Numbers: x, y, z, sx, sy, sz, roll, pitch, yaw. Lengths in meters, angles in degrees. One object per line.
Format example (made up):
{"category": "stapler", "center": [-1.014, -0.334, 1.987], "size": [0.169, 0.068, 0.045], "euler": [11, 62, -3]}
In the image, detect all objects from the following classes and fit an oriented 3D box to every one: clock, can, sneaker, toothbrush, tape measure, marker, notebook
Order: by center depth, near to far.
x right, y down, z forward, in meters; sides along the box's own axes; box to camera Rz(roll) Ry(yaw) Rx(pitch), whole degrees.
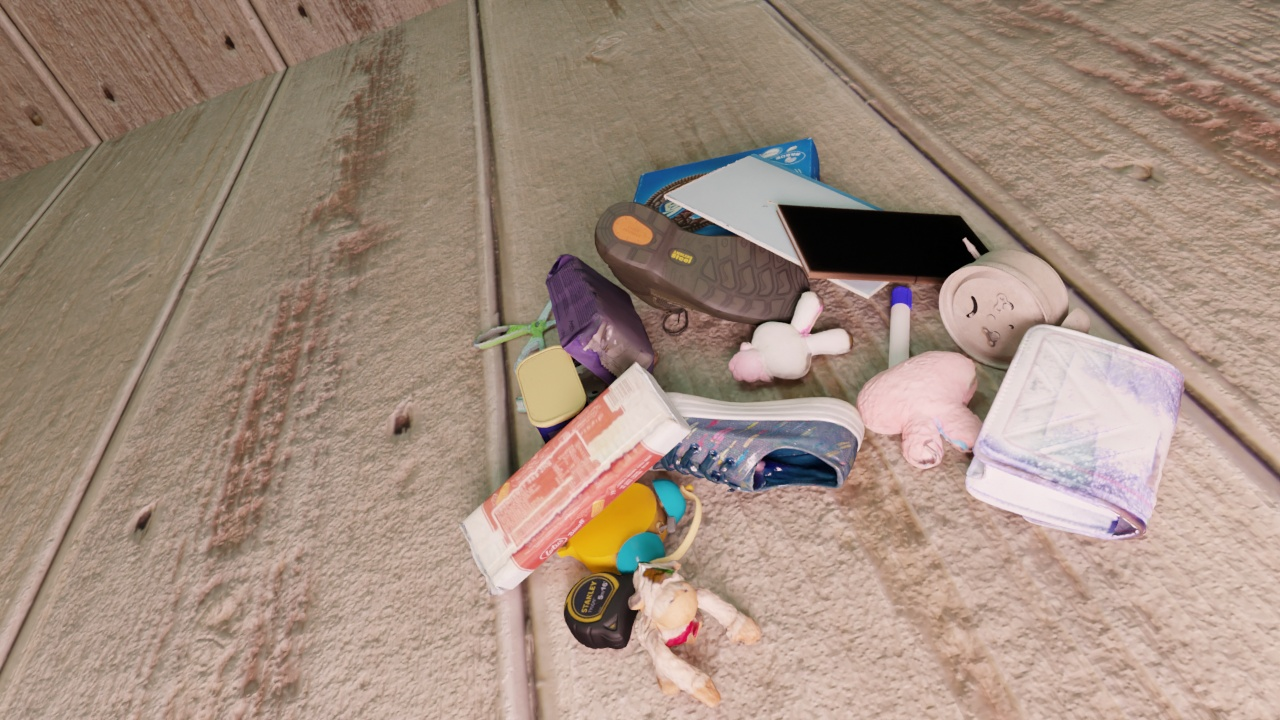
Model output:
{"category": "tape measure", "center": [-0.030, 0.202, 0.740], "size": [0.061, 0.034, 0.061], "euler": [1, 41, 25]}
{"category": "clock", "center": [-0.008, 0.146, 0.796], "size": [0.130, 0.044, 0.098], "euler": [-7, 38, 32]}
{"category": "sneaker", "center": [0.074, 0.082, 0.800], "size": [0.236, 0.087, 0.079], "euler": [-1, 42, 16]}
{"category": "clock", "center": [0.342, -0.040, 0.804], "size": [0.061, 0.103, 0.157], "euler": [-35, 51, -28]}
{"category": "marker", "center": [0.251, -0.022, 0.887], "size": [0.020, 0.020, 0.141], "euler": [-6, 39, 22]}
{"category": "can", "center": [-0.073, 0.056, 0.899], "size": [0.056, 0.092, 0.116], "euler": [-24, 36, -2]}
{"category": "notebook", "center": [0.256, -0.119, 0.942], "size": [0.209, 0.008, 0.141], "euler": [2, 36, -8]}
{"category": "toothbrush", "center": [-0.075, 0.043, 0.980], "size": [0.135, 0.017, 0.022], "euler": [-5, 27, 23]}
{"category": "notebook", "center": [0.178, -0.155, 0.995], "size": [0.253, 0.009, 0.180], "euler": [31, 42, 27]}
{"category": "sneaker", "center": [0.060, -0.079, 1.013], "size": [0.238, 0.143, 0.101], "euler": [22, 71, 5]}

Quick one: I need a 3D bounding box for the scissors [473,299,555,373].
{"category": "scissors", "center": [-0.123, -0.038, 1.117], "size": [0.171, 0.023, 0.172], "euler": [-20, 31, 8]}

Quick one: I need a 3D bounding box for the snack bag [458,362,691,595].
{"category": "snack bag", "center": [-0.060, 0.104, 0.793], "size": [0.225, 0.041, 0.077], "euler": [-44, 58, 14]}

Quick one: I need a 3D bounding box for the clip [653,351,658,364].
{"category": "clip", "center": [-0.003, 0.007, 0.989], "size": [0.026, 0.059, 0.052], "euler": [20, 14, 41]}

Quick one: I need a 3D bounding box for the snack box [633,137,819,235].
{"category": "snack box", "center": [0.104, -0.185, 1.143], "size": [0.239, 0.056, 0.195], "euler": [-9, 39, 19]}

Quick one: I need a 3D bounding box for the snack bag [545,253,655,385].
{"category": "snack bag", "center": [-0.042, -0.045, 0.973], "size": [0.058, 0.096, 0.205], "euler": [-45, 28, 14]}

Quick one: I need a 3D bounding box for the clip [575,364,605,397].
{"category": "clip", "center": [-0.061, 0.025, 0.982], "size": [0.101, 0.045, 0.056], "euler": [-27, 22, -26]}

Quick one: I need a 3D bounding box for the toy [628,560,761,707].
{"category": "toy", "center": [0.032, 0.186, 0.674], "size": [0.085, 0.106, 0.074], "euler": [-40, 18, -34]}

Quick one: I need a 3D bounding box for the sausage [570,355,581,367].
{"category": "sausage", "center": [-0.065, -0.019, 1.053], "size": [0.020, 0.020, 0.154], "euler": [-1, 41, 27]}

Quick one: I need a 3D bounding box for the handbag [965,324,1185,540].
{"category": "handbag", "center": [0.337, 0.057, 0.708], "size": [0.126, 0.069, 0.158], "euler": [21, 53, 26]}

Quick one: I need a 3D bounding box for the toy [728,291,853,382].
{"category": "toy", "center": [0.146, -0.014, 0.916], "size": [0.122, 0.038, 0.079], "euler": [-28, 59, -4]}

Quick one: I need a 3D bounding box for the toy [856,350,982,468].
{"category": "toy", "center": [0.245, 0.042, 0.786], "size": [0.108, 0.053, 0.105], "euler": [-20, 47, 3]}
